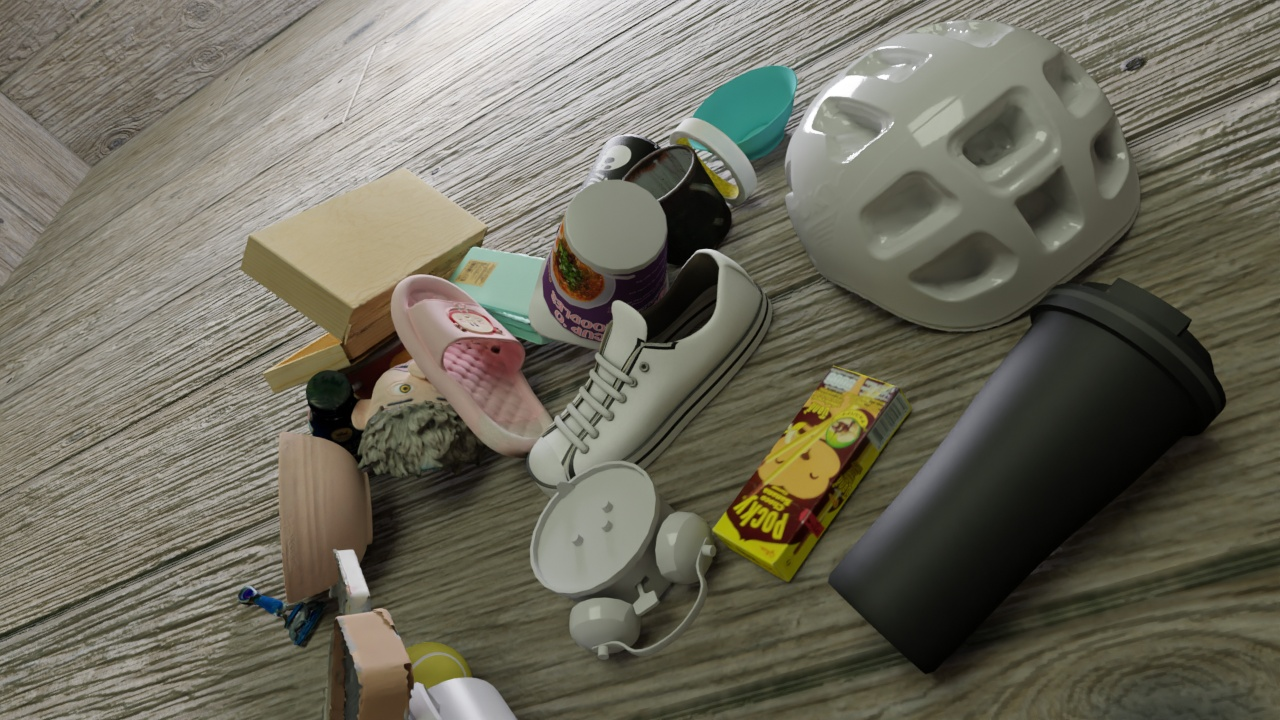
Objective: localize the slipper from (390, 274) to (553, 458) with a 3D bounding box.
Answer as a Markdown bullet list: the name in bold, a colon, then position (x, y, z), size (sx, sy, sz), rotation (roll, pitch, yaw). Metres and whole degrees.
- **slipper**: position (-0.144, 0.000, 0.824), size (0.221, 0.106, 0.056), rotation (52, 122, 27)

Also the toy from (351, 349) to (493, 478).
- **toy**: position (-0.198, 0.037, 0.848), size (0.132, 0.076, 0.175), rotation (0, 39, -19)

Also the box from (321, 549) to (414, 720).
- **box**: position (-0.188, 0.247, 0.594), size (0.151, 0.043, 0.216), rotation (32, 119, 52)

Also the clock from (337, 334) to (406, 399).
- **clock**: position (-0.245, 0.000, 0.973), size (0.156, 0.062, 0.110), rotation (-40, 21, -26)

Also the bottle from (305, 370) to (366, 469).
- **bottle**: position (-0.290, 0.060, 0.886), size (0.056, 0.161, 0.056), rotation (4, 63, -8)

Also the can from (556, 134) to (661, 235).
- **can**: position (-0.026, -0.153, 0.923), size (0.080, 0.080, 0.145), rotation (-2, 51, 39)

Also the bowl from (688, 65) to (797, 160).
- **bowl**: position (0.110, -0.235, 0.916), size (0.121, 0.046, 0.121), rotation (-23, 40, 21)

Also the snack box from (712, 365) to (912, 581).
- **snack box**: position (0.116, 0.073, 0.620), size (0.148, 0.025, 0.061), rotation (-51, 38, -14)

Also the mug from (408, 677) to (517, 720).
- **mug**: position (-0.109, 0.248, 0.562), size (0.083, 0.120, 0.096), rotation (-34, 35, -18)

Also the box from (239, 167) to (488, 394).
- **box**: position (-0.277, -0.083, 0.969), size (0.142, 0.185, 0.247), rotation (17, 32, 17)

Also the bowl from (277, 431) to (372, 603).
- **bowl**: position (-0.284, 0.138, 0.832), size (0.076, 0.153, 0.153), rotation (-3, 33, -20)

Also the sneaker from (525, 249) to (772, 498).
- **sneaker**: position (-0.004, 0.004, 0.733), size (0.245, 0.097, 0.091), rotation (-42, 37, -3)

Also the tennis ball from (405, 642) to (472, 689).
- **tennis ball**: position (-0.153, 0.236, 0.656), size (0.065, 0.065, 0.065), rotation (-23, 40, 21)

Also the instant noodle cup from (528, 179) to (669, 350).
- **instant noodle cup**: position (-0.032, -0.084, 0.779), size (0.136, 0.122, 0.122), rotation (-29, 76, -16)

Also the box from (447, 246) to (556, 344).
- **box**: position (-0.131, -0.075, 0.913), size (0.077, 0.080, 0.189), rotation (-17, 22, -35)

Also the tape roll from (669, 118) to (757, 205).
- **tape roll**: position (0.068, -0.186, 0.864), size (0.019, 0.094, 0.094), rotation (-48, 38, -10)

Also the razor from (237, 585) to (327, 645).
- **razor**: position (-0.347, 0.233, 0.866), size (0.141, 0.018, 0.043), rotation (2, 54, 42)

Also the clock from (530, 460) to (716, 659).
- **clock**: position (-0.013, 0.136, 0.639), size (0.120, 0.061, 0.159), rotation (-43, 36, -4)

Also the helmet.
- **helmet**: position (0.222, -0.154, 0.699), size (0.224, 0.184, 0.282), rotation (-31, 18, 5)

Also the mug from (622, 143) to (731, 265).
- **mug**: position (0.043, -0.141, 0.851), size (0.111, 0.081, 0.084), rotation (15, 64, 48)

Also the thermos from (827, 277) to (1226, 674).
- **thermos**: position (0.202, 0.065, 0.499), size (0.218, 0.106, 0.106), rotation (-47, 37, 0)
